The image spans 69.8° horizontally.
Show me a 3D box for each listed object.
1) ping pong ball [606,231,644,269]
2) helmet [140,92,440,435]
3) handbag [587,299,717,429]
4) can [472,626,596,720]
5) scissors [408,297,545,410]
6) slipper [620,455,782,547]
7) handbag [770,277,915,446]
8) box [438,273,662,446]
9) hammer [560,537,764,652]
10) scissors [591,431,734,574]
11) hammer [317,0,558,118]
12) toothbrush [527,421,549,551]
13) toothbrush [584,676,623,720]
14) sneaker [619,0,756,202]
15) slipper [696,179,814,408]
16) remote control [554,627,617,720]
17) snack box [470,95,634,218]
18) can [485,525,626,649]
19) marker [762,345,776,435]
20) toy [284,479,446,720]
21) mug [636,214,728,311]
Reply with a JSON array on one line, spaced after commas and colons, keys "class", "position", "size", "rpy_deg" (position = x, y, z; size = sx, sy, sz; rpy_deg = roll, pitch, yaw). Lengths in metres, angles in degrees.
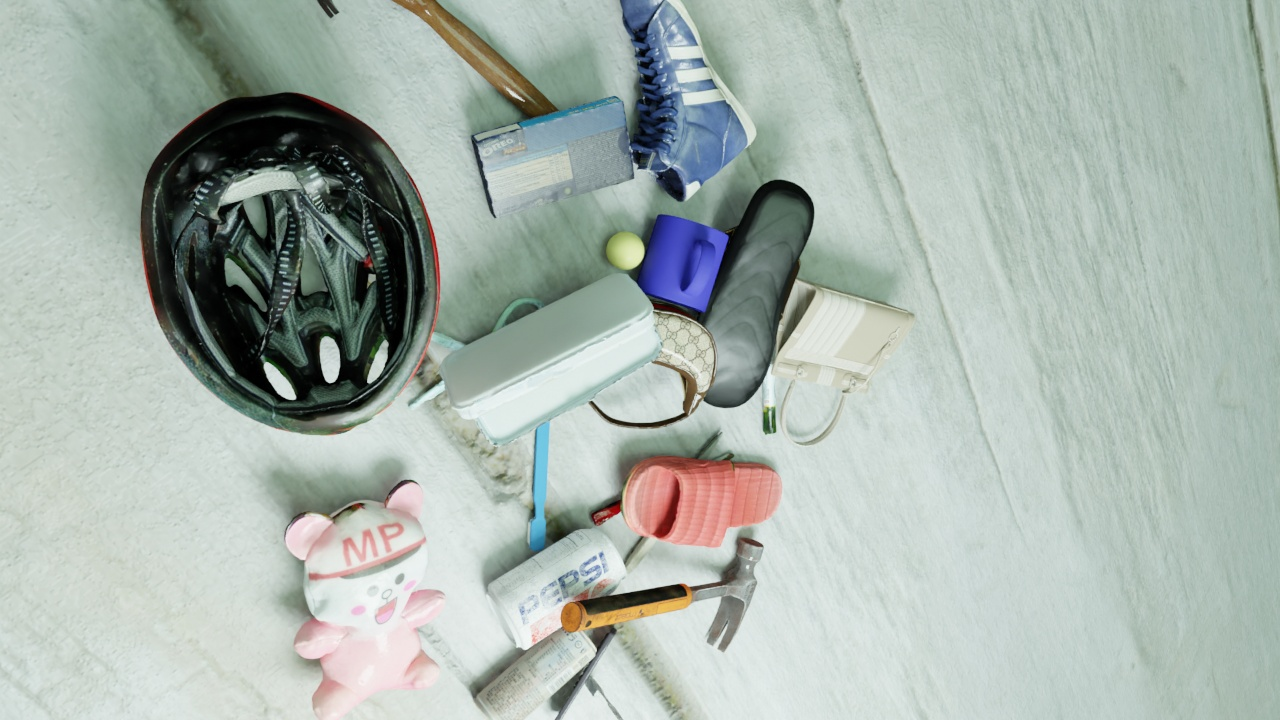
[{"class": "ping pong ball", "position": [-0.016, -0.115, 0.963], "size": [0.040, 0.040, 0.040], "rpy_deg": [-7, 104, -29]}, {"class": "helmet", "position": [-0.275, -0.075, 0.746], "size": [0.217, 0.167, 0.272], "rpy_deg": [-11, 100, -12]}, {"class": "handbag", "position": [-0.006, 0.006, 0.970], "size": [0.166, 0.063, 0.138], "rpy_deg": [9, 103, -13]}, {"class": "can", "position": [-0.114, 0.344, 1.000], "size": [0.135, 0.054, 0.054], "rpy_deg": [-38, 117, -17]}, {"class": "scissors", "position": [-0.159, -0.007, 0.924], "size": [0.171, 0.023, 0.167], "rpy_deg": [30, 90, -31]}, {"class": "slipper", "position": [0.084, 0.164, 1.058], "size": [0.248, 0.059, 0.103], "rpy_deg": [7, 98, -39]}, {"class": "handbag", "position": [0.226, 0.012, 1.125], "size": [0.175, 0.062, 0.198], "rpy_deg": [10, 103, -34]}, {"class": "box", "position": [-0.075, 0.013, 0.898], "size": [0.215, 0.106, 0.125], "rpy_deg": [-25, 132, -4]}, {"class": "hammer", "position": [0.028, 0.278, 1.026], "size": [0.313, 0.035, 0.138], "rpy_deg": [7, 100, -49]}, {"class": "scissors", "position": [0.025, 0.162, 1.063], "size": [0.187, 0.015, 0.179], "rpy_deg": [10, 94, -31]}, {"class": "hammer", "position": [-0.164, -0.293, 0.845], "size": [0.323, 0.033, 0.115], "rpy_deg": [37, 80, -31]}, {"class": "toothbrush", "position": [-0.108, 0.121, 0.981], "size": [0.016, 0.014, 0.166], "rpy_deg": [0, 97, -30]}, {"class": "toothbrush", "position": [-0.024, 0.390, 0.988], "size": [0.010, 0.181, 0.010], "rpy_deg": [32, 87, -26]}, {"class": "sneaker", "position": [0.012, -0.266, 0.923], "size": [0.118, 0.091, 0.233], "rpy_deg": [-49, 128, -9]}, {"class": "slipper", "position": [0.119, -0.073, 1.033], "size": [0.113, 0.075, 0.268], "rpy_deg": [13, 107, -13]}, {"class": "remote control", "position": [-0.064, 0.359, 1.042], "size": [0.009, 0.046, 0.124], "rpy_deg": [32, 83, 8]}, {"class": "snack box", "position": [-0.082, -0.198, 0.889], "size": [0.150, 0.027, 0.082], "rpy_deg": [-19, 124, -15]}, {"class": "can", "position": [-0.089, 0.240, 0.977], "size": [0.136, 0.078, 0.078], "rpy_deg": [-29, 114, -22]}, {"class": "marker", "position": [0.155, 0.018, 1.104], "size": [0.017, 0.017, 0.146], "rpy_deg": [-10, 106, -28]}, {"class": "toy", "position": [-0.262, 0.227, 0.873], "size": [0.141, 0.084, 0.213], "rpy_deg": [-11, 108, -30]}, {"class": "mug", "position": [0.048, -0.101, 0.961], "size": [0.079, 0.111, 0.083], "rpy_deg": [17, 92, -20]}]
